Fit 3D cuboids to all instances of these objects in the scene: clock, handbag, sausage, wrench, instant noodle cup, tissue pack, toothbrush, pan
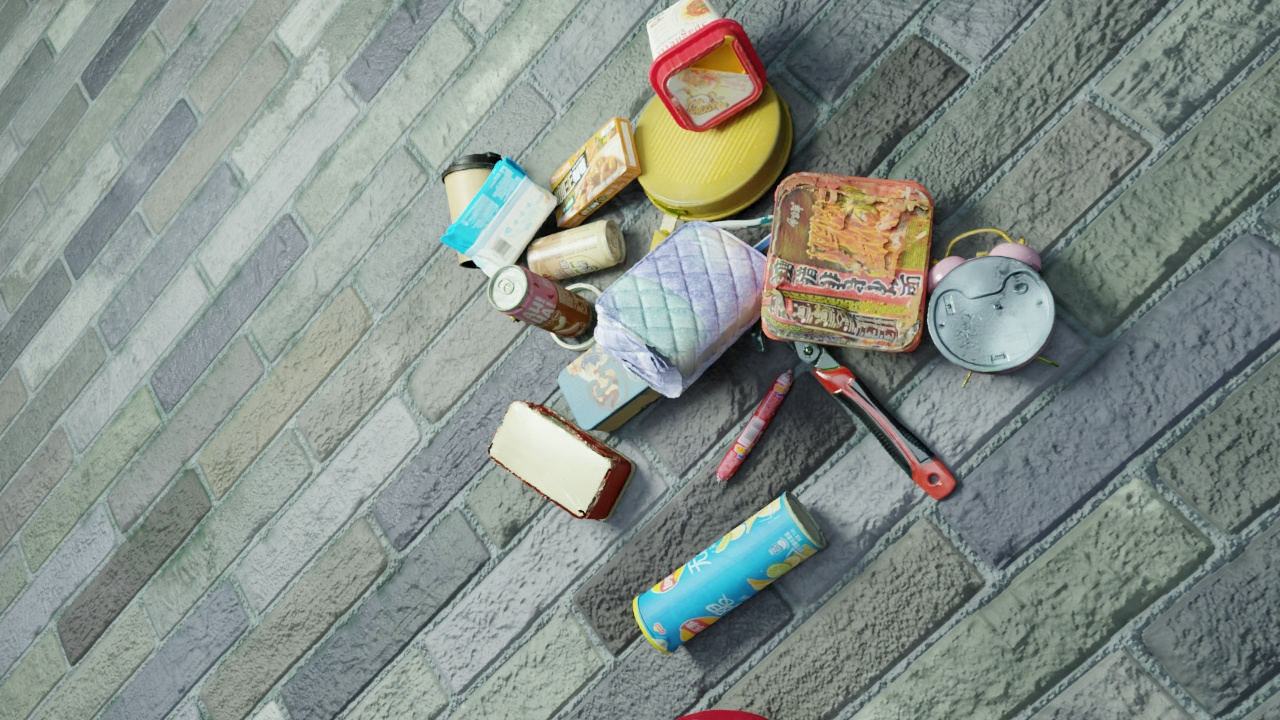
[{"bbox_3d":[0.348,-0.059,0.918,0.117,0.059,0.158,-15,74,25],"label":"clock"},{"bbox_3d":[0.051,-0.059,0.993,0.134,0.076,0.193,35,59,22],"label":"handbag"},{"bbox_3d":[0.129,0.074,1.025,0.020,0.020,0.156,35,95,29],"label":"sausage"},{"bbox_3d":[0.224,0.041,0.973,0.273,0.016,0.056,45,106,22],"label":"wrench"},{"bbox_3d":[0.214,-0.100,0.965,0.164,0.079,0.188,8,80,7],"label":"instant noodle cup"},{"bbox_3d":[-0.178,-0.181,1.167,0.140,0.090,0.063,-56,18,-10],"label":"tissue pack"},{"bbox_3d":[0.142,-0.161,1.044,0.192,0.016,0.018,-7,65,8],"label":"toothbrush"},{"bbox_3d":[0.067,-0.348,1.054,0.116,0.116,0.124,-29,50,15],"label":"instant noodle cup"},{"bbox_3d":[0.050,-0.189,1.110,0.198,0.078,0.357,28,86,32],"label":"pan"}]

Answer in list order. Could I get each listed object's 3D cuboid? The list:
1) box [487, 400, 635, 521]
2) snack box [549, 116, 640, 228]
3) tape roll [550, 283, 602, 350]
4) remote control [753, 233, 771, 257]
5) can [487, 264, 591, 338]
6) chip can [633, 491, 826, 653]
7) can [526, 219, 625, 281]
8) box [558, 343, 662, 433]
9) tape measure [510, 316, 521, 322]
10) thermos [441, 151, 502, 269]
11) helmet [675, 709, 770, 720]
[{"bbox_3d":[-0.100,0.116,1.102,0.168,0.076,0.091,29,94,29],"label":"box"},{"bbox_3d":[-0.059,-0.233,1.152,0.154,0.026,0.075,-30,65,47],"label":"snack box"},{"bbox_3d":[-0.078,-0.055,1.164,0.086,0.014,0.085,-7,76,26],"label":"tape roll"},{"bbox_3d":[0.172,-0.092,1.036,0.049,0.024,0.125,-37,66,16],"label":"remote control"},{"bbox_3d":[-0.117,-0.068,1.093,0.058,0.147,0.058,-6,76,26],"label":"can"},{"bbox_3d":[0.093,0.227,0.979,0.210,0.071,0.071,-39,64,15],"label":"chip can"},{"bbox_3d":[-0.082,-0.137,1.158,0.116,0.058,0.058,-12,74,25],"label":"can"},{"bbox_3d":[-0.006,0.006,1.079,0.185,0.059,0.089,-40,66,23],"label":"box"},{"bbox_3d":[-0.152,-0.087,1.201,0.057,0.029,0.060,-34,66,18],"label":"tape measure"},{"bbox_3d":[-0.217,-0.199,1.230,0.093,0.093,0.143,-9,82,26],"label":"thermos"},{"bbox_3d":[0.097,0.452,0.892,0.207,0.143,0.240,-16,86,24],"label":"helmet"}]
